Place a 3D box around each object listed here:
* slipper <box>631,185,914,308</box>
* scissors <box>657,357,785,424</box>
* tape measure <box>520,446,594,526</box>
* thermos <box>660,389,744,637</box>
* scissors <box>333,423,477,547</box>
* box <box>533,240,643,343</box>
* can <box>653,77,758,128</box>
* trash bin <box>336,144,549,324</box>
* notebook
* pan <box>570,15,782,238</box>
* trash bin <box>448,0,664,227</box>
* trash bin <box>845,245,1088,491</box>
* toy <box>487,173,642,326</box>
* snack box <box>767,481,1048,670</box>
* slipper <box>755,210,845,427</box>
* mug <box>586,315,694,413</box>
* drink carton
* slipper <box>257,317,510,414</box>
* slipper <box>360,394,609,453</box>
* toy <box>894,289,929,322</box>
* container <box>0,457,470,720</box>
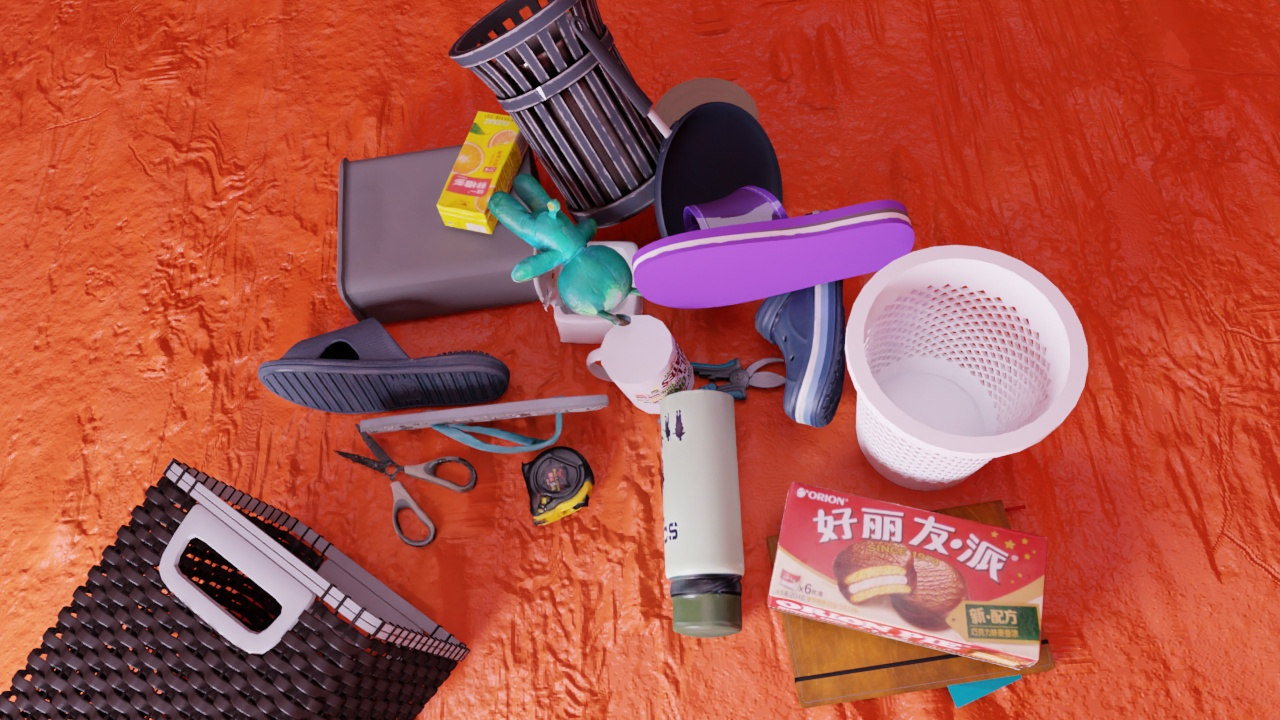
[{"bbox_3d":[0.123,-0.125,0.898,0.266,0.107,0.084,-10,62,5],"label":"slipper"},{"bbox_3d":[0.074,0.023,0.984,0.124,0.019,0.156,40,76,22],"label":"scissors"},{"bbox_3d":[-0.084,0.126,0.942,0.072,0.042,0.071,-19,63,2],"label":"tape measure"},{"bbox_3d":[0.063,0.149,0.893,0.082,0.082,0.231,-3,69,4],"label":"thermos"},{"bbox_3d":[-0.248,0.124,0.976,0.162,0.013,0.158,-16,63,-2],"label":"scissors"},{"bbox_3d":[-0.065,-0.095,0.992,0.128,0.137,0.108,0,62,5],"label":"box"},{"bbox_3d":[0.077,-0.263,1.090,0.128,0.073,0.127,-2,64,5],"label":"can"},{"bbox_3d":[-0.225,-0.150,1.057,0.220,0.098,0.191,-8,64,1],"label":"trash bin"},{"bbox_3d":[0.260,0.234,0.868,0.249,0.014,0.178,-9,64,2],"label":"notebook"},{"bbox_3d":[0.040,-0.219,0.949,0.021,0.356,0.198,8,64,46],"label":"pan"},{"bbox_3d":[-0.065,-0.266,0.961,0.164,0.227,0.164,-24,32,16],"label":"trash bin"},{"bbox_3d":[0.282,0.029,0.860,0.195,0.200,0.195,-2,64,5],"label":"trash bin"},{"bbox_3d":[-0.067,-0.109,0.916,0.193,0.073,0.130,45,51,-2],"label":"toy"},{"bbox_3d":[0.243,0.196,0.845,0.236,0.060,0.113,12,65,11],"label":"snack box"},{"bbox_3d":[0.170,-0.044,0.964,0.095,0.105,0.252,4,62,11],"label":"slipper"},{"bbox_3d":[-0.006,0.006,0.948,0.105,0.089,0.073,1,68,19],"label":"mug"},{"bbox_3d":[-0.171,-0.205,1.004,0.058,0.043,0.134,11,65,11],"label":"drink carton"},{"bbox_3d":[-0.272,0.001,0.996,0.263,0.101,0.082,-1,57,-1],"label":"slipper"},{"bbox_3d":[-0.159,0.071,0.960,0.269,0.098,0.054,-6,88,12],"label":"slipper"},{"bbox_3d":[0.260,-0.055,0.956,0.063,0.110,0.047,-37,89,-10],"label":"toy"},{"bbox_3d":[-0.342,0.275,0.789,0.247,0.246,0.243,30,75,18],"label":"container"}]
